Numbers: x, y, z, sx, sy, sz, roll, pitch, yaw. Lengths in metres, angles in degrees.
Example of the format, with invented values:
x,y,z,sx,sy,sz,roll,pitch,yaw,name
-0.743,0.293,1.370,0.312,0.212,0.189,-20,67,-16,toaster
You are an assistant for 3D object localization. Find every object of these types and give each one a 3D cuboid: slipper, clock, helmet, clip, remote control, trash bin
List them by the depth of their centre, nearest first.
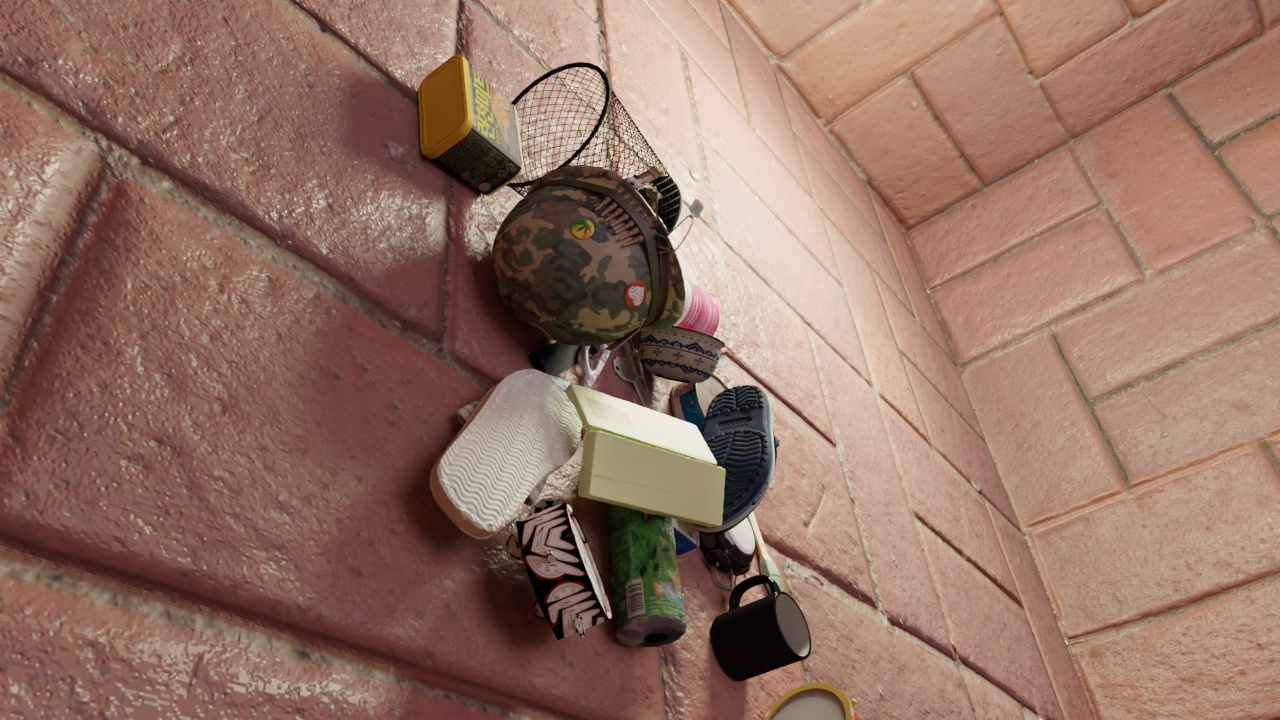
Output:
x,y,z,sx,sy,sz,roll,pitch,yaw,name
-0.076,0.185,0.823,0.154,0.065,0.115,-125,-166,-81,clock
-0.125,0.084,0.860,0.114,0.054,0.272,56,20,-6,slipper
0.198,0.444,1.010,0.081,0.117,0.158,54,31,-21,clock
-0.045,-0.116,1.039,0.224,0.193,0.235,28,49,2,helmet
-0.085,-0.010,1.076,0.034,0.013,0.149,63,26,-3,remote control
0.123,0.126,1.133,0.252,0.105,0.095,-69,146,-53,slipper
0.112,0.223,1.157,0.091,0.044,0.122,32,37,-44,clock
-0.007,0.007,1.182,0.054,0.041,0.101,35,32,-63,clip
-0.059,-0.240,1.185,0.210,0.184,0.183,40,32,-46,trash bin

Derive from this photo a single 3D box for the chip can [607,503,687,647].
x,y,z,sx,sy,sz,roll,pitch,yaw,name
0.002,0.185,0.965,0.075,0.076,0.222,36,35,-41,chip can

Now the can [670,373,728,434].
x,y,z,sx,sy,sz,roll,pitch,yaw,name
0.098,0.081,1.277,0.130,0.044,0.129,42,31,-33,can

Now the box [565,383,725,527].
x,y,z,sx,sy,sz,roll,pitch,yaw,name
0.010,0.097,0.954,0.187,0.048,0.140,22,41,-36,box

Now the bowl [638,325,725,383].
x,y,z,sx,sy,sz,roll,pitch,yaw,name
0.049,-0.005,1.211,0.115,0.116,0.059,23,78,-52,bowl

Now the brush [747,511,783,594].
x,y,z,sx,sy,sz,roll,pitch,yaw,name
0.157,0.229,1.273,0.033,0.012,0.217,22,44,-53,brush

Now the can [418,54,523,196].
x,y,z,sx,sy,sz,roll,pitch,yaw,name
-0.198,-0.273,1.078,0.101,0.073,0.130,34,36,-47,can

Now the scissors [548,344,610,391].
x,y,z,sx,sy,sz,roll,pitch,yaw,name
-0.057,0.031,1.068,0.170,0.014,0.167,31,46,-49,scissors

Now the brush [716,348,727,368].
x,y,z,sx,sy,sz,roll,pitch,yaw,name
0.081,0.001,1.344,0.172,0.041,0.030,-5,83,-59,brush

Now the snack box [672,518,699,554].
x,y,z,sx,sy,sz,roll,pitch,yaw,name
0.031,0.147,1.103,0.088,0.033,0.153,43,31,-35,snack box

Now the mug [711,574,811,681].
x,y,z,sx,sy,sz,roll,pitch,yaw,name
0.138,0.305,1.069,0.078,0.088,0.113,40,33,-36,mug

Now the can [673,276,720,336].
x,y,z,sx,sy,sz,roll,pitch,yaw,name
0.041,-0.076,1.272,0.165,0.088,0.088,25,43,-57,can
